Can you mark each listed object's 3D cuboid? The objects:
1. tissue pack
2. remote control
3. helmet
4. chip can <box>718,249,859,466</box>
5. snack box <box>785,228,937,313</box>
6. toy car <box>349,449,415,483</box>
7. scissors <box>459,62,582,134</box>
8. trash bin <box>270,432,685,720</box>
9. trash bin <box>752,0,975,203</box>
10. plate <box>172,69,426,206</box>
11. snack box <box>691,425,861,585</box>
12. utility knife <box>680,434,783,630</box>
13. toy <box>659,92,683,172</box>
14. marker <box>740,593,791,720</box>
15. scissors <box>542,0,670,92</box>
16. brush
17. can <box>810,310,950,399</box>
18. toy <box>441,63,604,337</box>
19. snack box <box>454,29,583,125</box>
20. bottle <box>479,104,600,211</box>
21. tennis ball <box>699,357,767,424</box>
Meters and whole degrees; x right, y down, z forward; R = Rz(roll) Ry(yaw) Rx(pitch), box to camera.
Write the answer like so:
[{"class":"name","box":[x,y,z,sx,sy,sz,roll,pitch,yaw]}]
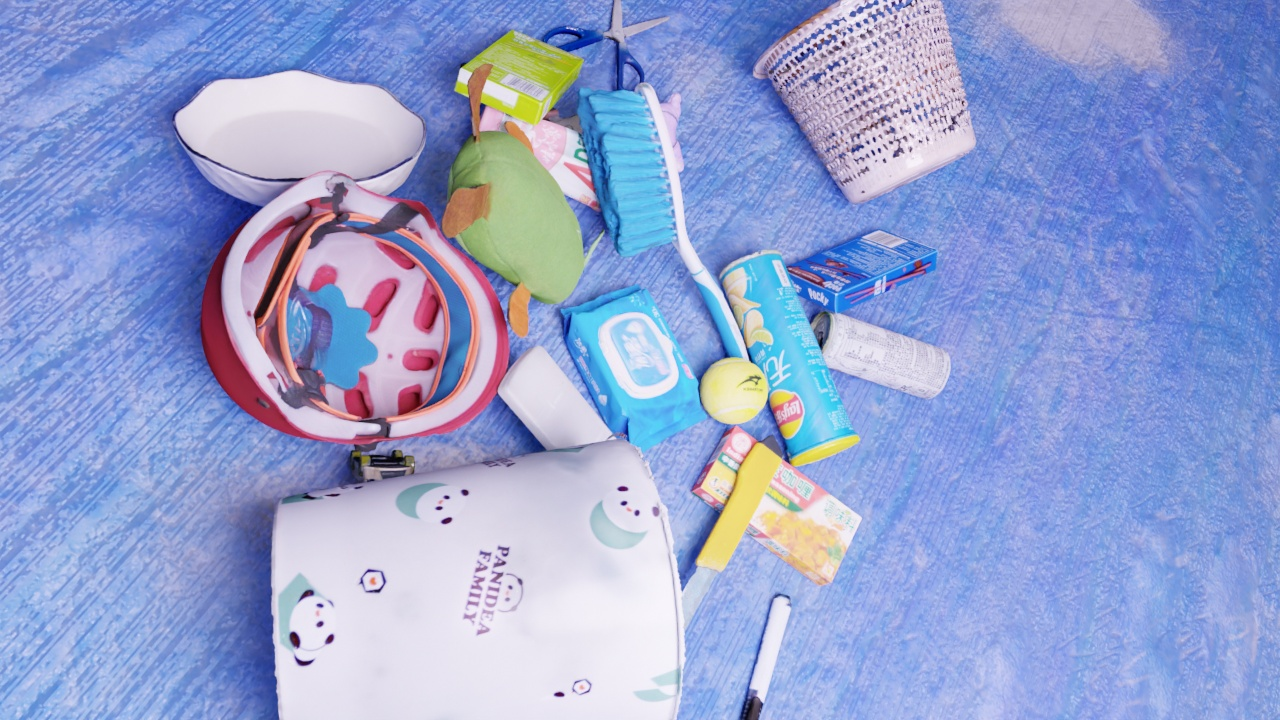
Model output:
[{"class":"tissue pack","box":[-0.005,0.005,0.869,0.094,0.052,0.157,-21,77,-27]},{"class":"remote control","box":[-0.065,0.058,0.807,0.150,0.021,0.058,54,49,-25]},{"class":"helmet","box":[-0.239,-0.026,0.742,0.239,0.144,0.206,24,64,-44]},{"class":"chip can","box":[0.147,-0.003,0.922,0.071,0.071,0.210,-12,73,-25]},{"class":"snack box","box":[0.237,-0.099,0.996,0.156,0.026,0.084,-23,35,-27]},{"class":"toy car","box":[-0.207,0.090,0.734,0.042,0.091,0.035,1,87,-24]},{"class":"scissors","box":[-0.096,-0.240,0.959,0.226,0.015,0.188,26,62,-11]},{"class":"trash bin","box":[-0.123,0.177,0.664,0.251,0.230,0.229,-4,70,-16]},{"class":"trash bin","box":[0.267,-0.291,1.024,0.227,0.228,0.192,-25,91,-28]},{"class":"plate","box":[-0.293,-0.192,0.803,0.205,0.046,0.204,8,39,-6]},{"class":"snack box","box":[0.131,0.139,0.880,0.156,0.027,0.076,36,61,-4]},{"class":"utility knife","box":[0.076,0.153,0.827,0.033,0.015,0.218,37,59,-4]},{"class":"toy","box":[-0.002,-0.239,0.971,0.107,0.039,0.084,-11,100,-30]},{"class":"marker","box":[0.112,0.271,0.820,0.018,0.023,0.130,24,63,-4]},{"class":"scissors","box":[-0.032,-0.360,1.032,0.175,0.012,0.162,-13,65,-23]},{"class":"brush","box":[0.027,-0.115,0.885,0.109,0.060,0.314,-18,100,-20]},{"class":"can","box":[0.251,-0.005,0.970,0.146,0.058,0.058,17,63,-14]},{"class":"toy","box":[-0.108,-0.124,0.799,0.090,0.247,0.226,-7,65,15]},{"class":"snack box","box":[-0.117,-0.286,0.917,0.086,0.026,0.156,22,35,-2]},{"class":"bottle","box":[-0.068,-0.196,0.912,0.197,0.068,0.068,21,62,-18]},{"class":"tennis ball","box":[0.090,0.029,0.889,0.065,0.066,0.065,8,66,-18]}]
